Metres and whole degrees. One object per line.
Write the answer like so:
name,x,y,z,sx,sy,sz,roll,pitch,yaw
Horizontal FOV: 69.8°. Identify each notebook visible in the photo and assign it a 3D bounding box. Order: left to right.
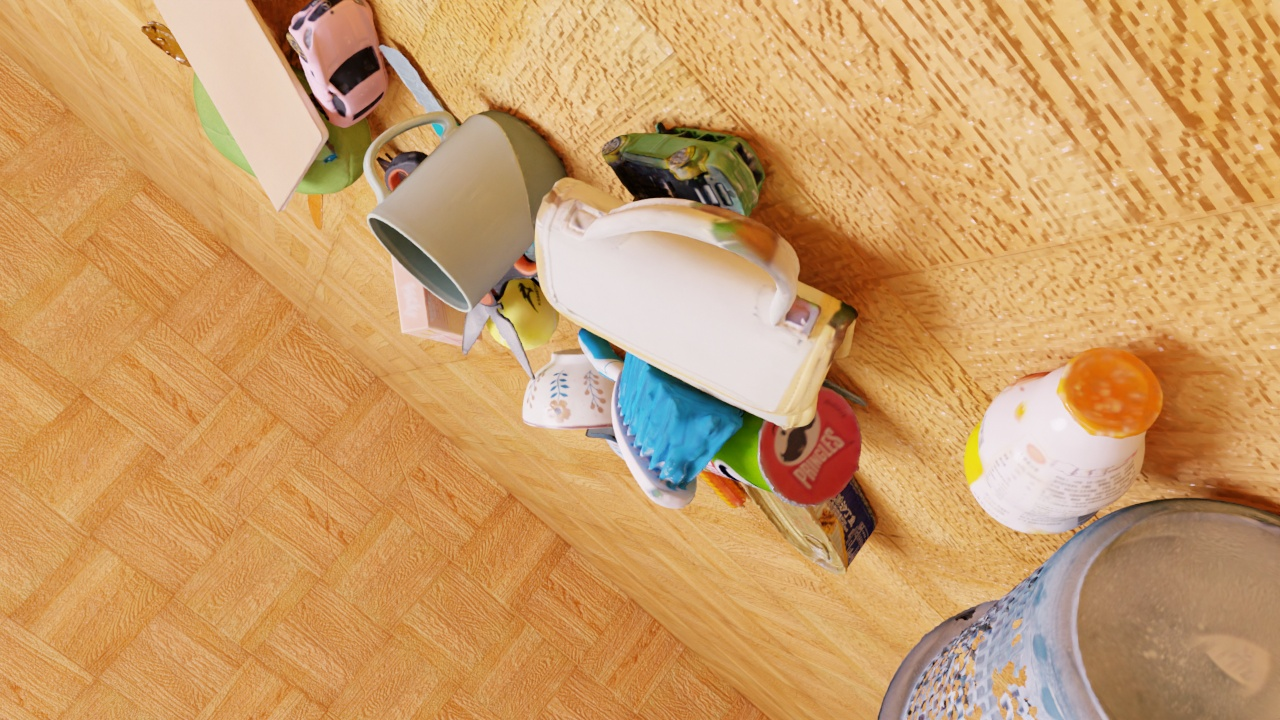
notebook,-0.302,-0.225,0.671,0.148,0.008,0.207,-22,99,55

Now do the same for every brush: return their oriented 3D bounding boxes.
brush,-0.004,0.004,0.659,0.060,0.110,0.314,12,-155,-17

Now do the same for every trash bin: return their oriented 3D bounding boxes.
trash bin,0.233,0.171,0.410,0.227,0.226,0.195,32,149,26

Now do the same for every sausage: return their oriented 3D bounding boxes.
sausage,0.054,0.094,0.887,0.165,0.021,0.021,48,162,-26

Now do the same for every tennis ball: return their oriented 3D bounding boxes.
tennis ball,-0.103,-0.041,0.800,0.065,0.065,0.065,36,164,12

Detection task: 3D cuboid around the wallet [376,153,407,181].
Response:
wallet,-0.169,-0.125,0.766,0.122,0.020,0.096,35,167,50

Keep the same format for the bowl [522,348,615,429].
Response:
bowl,-0.050,0.021,0.821,0.114,0.113,0.062,8,102,62

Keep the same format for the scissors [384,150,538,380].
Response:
scissors,-0.125,-0.074,0.716,0.222,0.021,0.222,43,142,-16

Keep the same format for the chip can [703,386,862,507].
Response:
chip can,0.058,0.047,0.645,0.072,0.072,0.236,45,166,-17

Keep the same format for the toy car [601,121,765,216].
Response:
toy car,0.020,-0.091,0.445,0.091,0.036,0.043,19,156,46

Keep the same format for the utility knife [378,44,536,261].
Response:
utility knife,-0.122,-0.141,0.665,0.029,0.013,0.209,4,145,35

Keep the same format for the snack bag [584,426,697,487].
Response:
snack bag,-0.001,0.084,0.867,0.110,0.039,0.191,39,178,-2

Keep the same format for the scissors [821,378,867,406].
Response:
scissors,0.080,-0.006,0.581,0.128,0.017,0.133,14,154,52

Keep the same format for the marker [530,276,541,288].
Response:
marker,-0.089,-0.076,0.755,0.132,0.020,0.022,41,144,-5

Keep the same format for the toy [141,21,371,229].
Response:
toy,-0.318,-0.209,0.789,0.247,0.089,0.227,26,145,31

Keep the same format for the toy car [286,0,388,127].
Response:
toy car,-0.196,-0.196,0.609,0.037,0.056,0.122,42,164,5

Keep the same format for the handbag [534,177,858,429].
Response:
handbag,0.022,-0.033,0.451,0.163,0.063,0.179,26,170,14

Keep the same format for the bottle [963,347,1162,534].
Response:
bottle,0.176,0.033,0.380,0.063,0.063,0.108,34,164,18

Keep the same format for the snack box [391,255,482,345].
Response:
snack box,-0.179,-0.061,0.819,0.157,0.026,0.084,23,-122,-82

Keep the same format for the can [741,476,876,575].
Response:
can,0.129,0.107,0.706,0.075,0.049,0.148,22,156,47

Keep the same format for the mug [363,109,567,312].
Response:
mug,-0.113,-0.106,0.573,0.112,0.106,0.082,44,164,-17
